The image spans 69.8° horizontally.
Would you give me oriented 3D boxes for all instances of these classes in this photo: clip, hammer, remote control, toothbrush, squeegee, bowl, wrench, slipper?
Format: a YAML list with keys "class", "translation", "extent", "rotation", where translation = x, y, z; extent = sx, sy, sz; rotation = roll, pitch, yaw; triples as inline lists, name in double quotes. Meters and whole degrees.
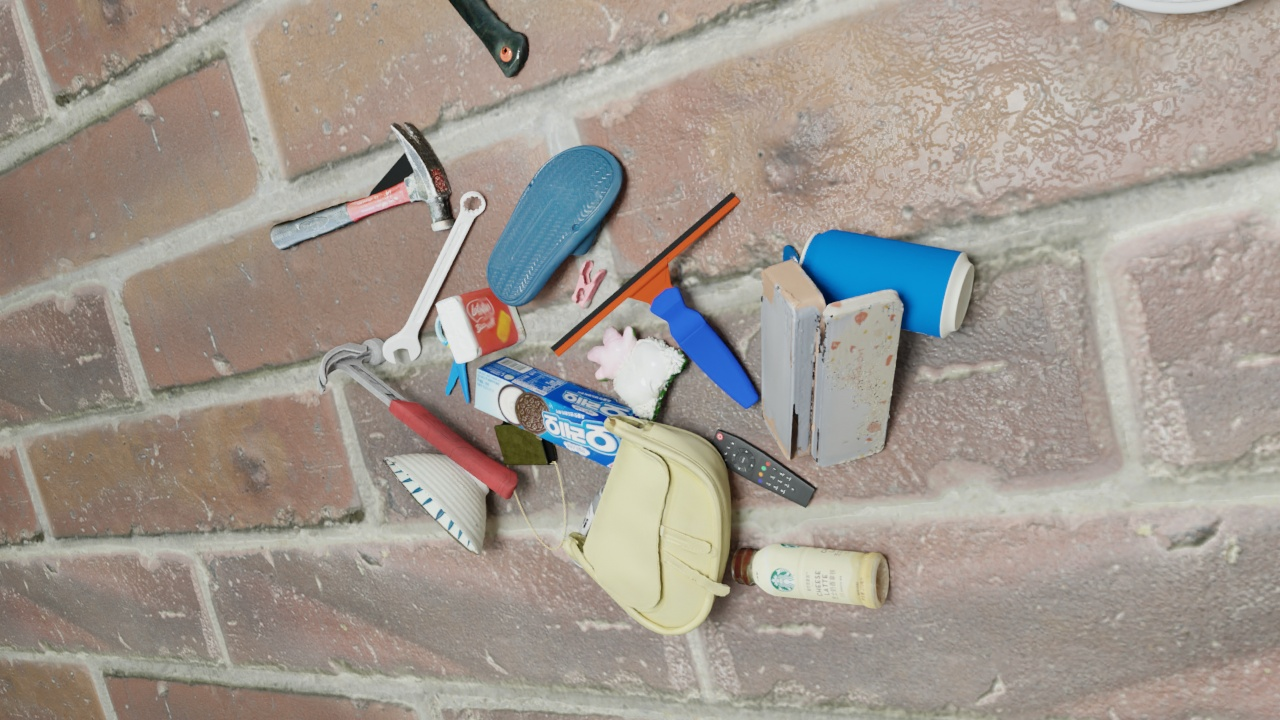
- class: "clip"
  translation: [-0.057, -0.084, 1.056]
  extent: [0.037, 0.022, 0.059]
  rotation: [36, 124, 15]
- class: "hammer"
  translation: [-0.239, -0.459, 1.056]
  extent: [0.333, 0.033, 0.133]
  rotation: [50, 121, 9]
- class: "hammer"
  translation: [-0.283, 0.078, 1.179]
  extent: [0.316, 0.126, 0.036]
  rotation: [35, 119, 17]
- class: "remote control"
  translation: [0.132, 0.118, 1.002]
  extent: [0.125, 0.010, 0.039]
  rotation: [30, 117, 21]
- class: "toothbrush"
  translation: [0.169, -0.054, 0.928]
  extent: [0.021, 0.016, 0.132]
  rotation: [-19, 94, 33]
- class: "squeegee"
  translation: [0.060, -0.024, 0.974]
  extent: [0.249, 0.055, 0.185]
  rotation: [-40, 91, 6]
- class: "bowl"
  translation: [-0.247, 0.168, 1.193]
  extent: [0.177, 0.070, 0.177]
  rotation: [39, 159, 18]
- class: "hammer"
  translation: [-0.382, -0.206, 1.211]
  extent: [0.327, 0.036, 0.140]
  rotation: [-10, 99, 33]
- class: "wrench"
  translation: [-0.262, -0.099, 1.165]
  extent: [0.274, 0.047, 0.009]
  rotation: [-57, 35, 28]
- class: "slipper"
  translation: [-0.099, -0.153, 1.040]
  extent: [0.214, 0.059, 0.104]
  rotation: [-48, 67, 20]

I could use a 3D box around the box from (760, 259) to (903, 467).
- class: "box"
  translation: [0.174, 0.003, 0.875]
  extent: [0.217, 0.096, 0.105]
  rotation: [82, 161, -45]

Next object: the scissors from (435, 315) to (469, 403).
- class: "scissors"
  translation: [-0.243, -0.007, 1.193]
  extent: [0.105, 0.019, 0.132]
  rotation: [36, 118, 21]

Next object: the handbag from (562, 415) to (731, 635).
- class: "handbag"
  translation: [0.019, 0.183, 1.013]
  extent: [0.191, 0.088, 0.233]
  rotation: [20, 115, 3]

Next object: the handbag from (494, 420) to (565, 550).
- class: "handbag"
  translation: [-0.131, 0.159, 1.171]
  extent: [0.084, 0.027, 0.178]
  rotation: [-4, 107, 34]

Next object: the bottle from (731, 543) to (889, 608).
- class: "bottle"
  translation: [0.178, 0.226, 0.977]
  extent: [0.162, 0.056, 0.056]
  rotation: [-1, 103, 31]

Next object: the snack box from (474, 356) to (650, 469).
- class: "snack box"
  translation: [-0.096, 0.061, 1.096]
  extent: [0.226, 0.059, 0.060]
  rotation: [21, 117, 24]

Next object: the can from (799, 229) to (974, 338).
- class: "can"
  translation: [0.226, -0.073, 0.851]
  extent: [0.146, 0.078, 0.079]
  rotation: [15, 111, 27]

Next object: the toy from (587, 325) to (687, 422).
- class: "toy"
  translation: [-0.006, 0.006, 1.034]
  extent: [0.109, 0.041, 0.096]
  rotation: [35, 105, 12]

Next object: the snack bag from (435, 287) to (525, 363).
- class: "snack bag"
  translation: [-0.187, -0.045, 1.089]
  extent: [0.036, 0.115, 0.077]
  rotation: [-18, 94, 27]

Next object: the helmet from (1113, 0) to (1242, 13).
- class: "helmet"
  translation: [0.342, -0.389, 0.597]
  extent: [0.232, 0.235, 0.314]
  rotation: [-20, 92, 36]

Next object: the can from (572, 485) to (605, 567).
- class: "can"
  translation: [-0.049, 0.204, 1.117]
  extent: [0.044, 0.043, 0.107]
  rotation: [34, 118, 19]
